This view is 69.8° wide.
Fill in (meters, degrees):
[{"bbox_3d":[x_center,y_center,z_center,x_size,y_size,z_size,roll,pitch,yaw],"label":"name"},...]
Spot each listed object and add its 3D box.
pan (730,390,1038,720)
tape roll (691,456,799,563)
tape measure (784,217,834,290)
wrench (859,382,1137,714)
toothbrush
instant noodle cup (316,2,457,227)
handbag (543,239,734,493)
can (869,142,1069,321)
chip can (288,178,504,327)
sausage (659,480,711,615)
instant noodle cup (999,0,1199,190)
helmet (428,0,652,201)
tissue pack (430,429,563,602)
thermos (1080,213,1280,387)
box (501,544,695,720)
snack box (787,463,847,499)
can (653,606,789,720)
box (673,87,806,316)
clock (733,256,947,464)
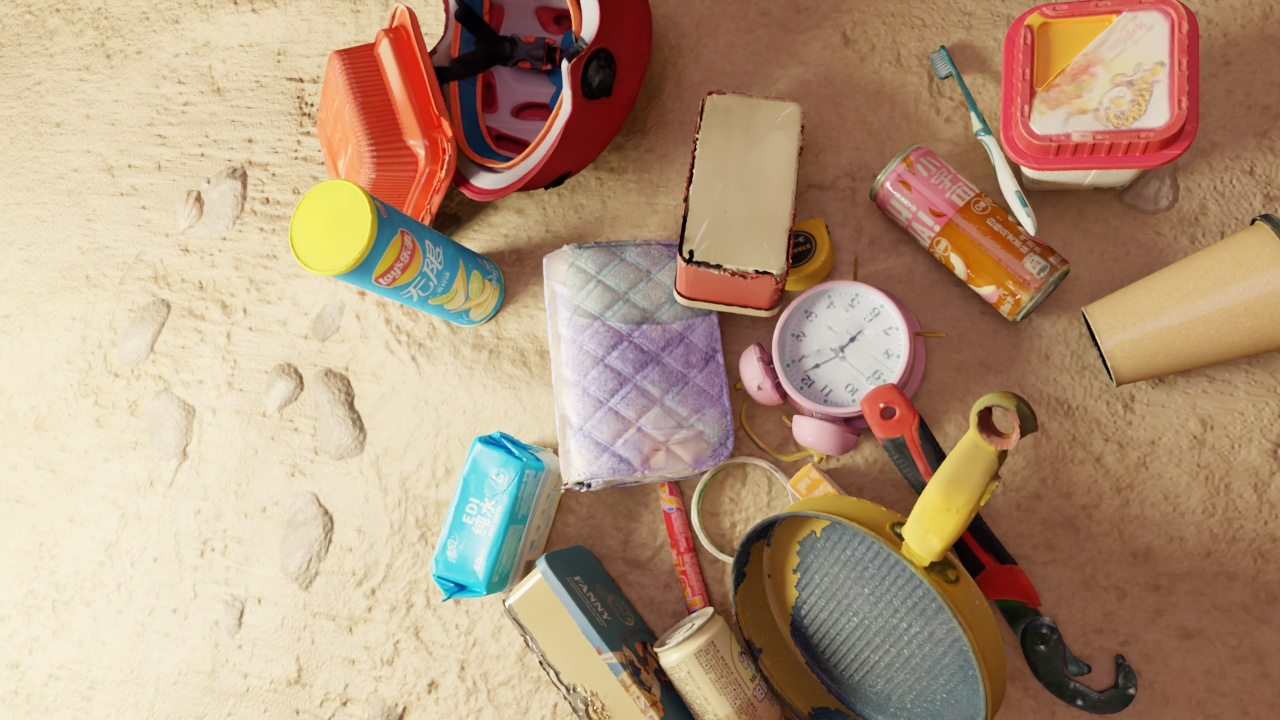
[{"bbox_3d":[0.155,0.134,0.558,0.198,0.078,0.358,42,137,24],"label":"pan"},{"bbox_3d":[0.083,0.119,0.728,0.086,0.014,0.085,-3,80,18],"label":"tape roll"},{"bbox_3d":[0.126,-0.083,0.734,0.060,0.029,0.057,-19,54,16],"label":"tape measure"},{"bbox_3d":[0.243,0.132,0.641,0.056,0.016,0.273,-38,85,15],"label":"wrench"},{"bbox_3d":[0.256,-0.168,0.691,0.018,0.016,0.191,-26,58,23],"label":"toothbrush"},{"bbox_3d":[-0.225,-0.193,0.798,0.189,0.079,0.164,-44,63,55],"label":"instant noodle cup"},{"bbox_3d":[-0.004,0.004,0.726,0.134,0.076,0.193,-3,73,-11],"label":"handbag"},{"bbox_3d":[0.243,-0.096,0.684,0.058,0.058,0.147,-46,71,7],"label":"can"},{"bbox_3d":[-0.188,-0.079,0.746,0.071,0.210,0.071,-3,80,18],"label":"chip can"},{"bbox_3d":[0.038,0.164,0.734,0.020,0.020,0.155,-18,76,15],"label":"sausage"},{"bbox_3d":[0.311,-0.174,0.638,0.117,0.124,0.116,2,81,19],"label":"instant noodle cup"},{"bbox_3d":[-0.075,-0.252,0.771,0.207,0.143,0.240,15,105,44],"label":"helmet"},{"bbox_3d":[-0.117,0.129,0.753,0.063,0.090,0.140,16,87,20],"label":"tissue pack"},{"bbox_3d":[0.381,-0.035,0.617,0.143,0.093,0.093,-23,75,23],"label":"thermos"},{"bbox_3d":[-0.032,0.224,0.711,0.060,0.089,0.184,-42,75,12],"label":"box"},{"bbox_3d":[0.172,0.138,0.662,0.026,0.075,0.153,-45,71,6],"label":"snack box"},{"bbox_3d":[0.063,0.246,0.678,0.058,0.058,0.116,-34,87,11],"label":"can"},{"bbox_3d":[0.079,-0.127,0.701,0.091,0.076,0.168,8,64,4],"label":"box"},{"bbox_3d":[0.143,0.007,0.701,0.158,0.059,0.117,-48,70,9],"label":"clock"}]
